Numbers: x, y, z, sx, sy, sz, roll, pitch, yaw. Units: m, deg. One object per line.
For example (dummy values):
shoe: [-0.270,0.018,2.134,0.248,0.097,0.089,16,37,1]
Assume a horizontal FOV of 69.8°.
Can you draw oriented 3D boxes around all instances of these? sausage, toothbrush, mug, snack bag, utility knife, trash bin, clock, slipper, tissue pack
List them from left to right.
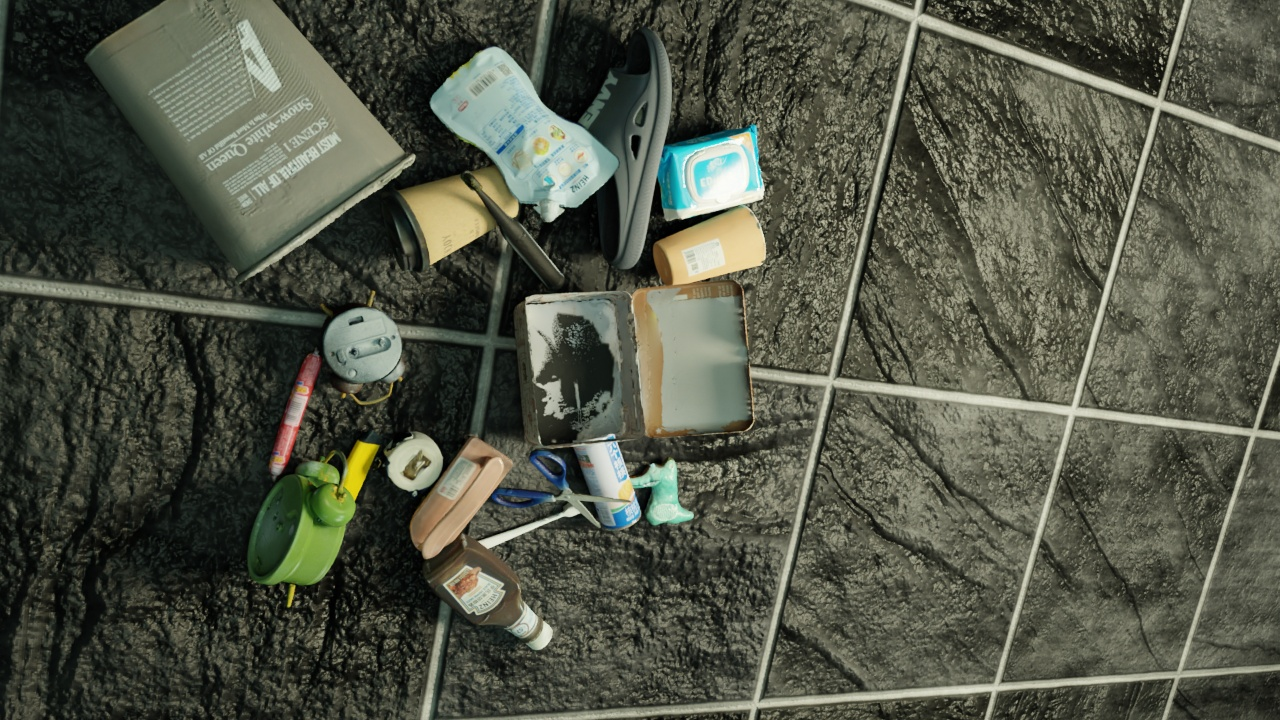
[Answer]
trash bin: [-0.355,-0.214,0.842,0.198,0.199,0.220,-39,110,-11]
sausage: [-0.375,0.058,0.993,0.020,0.020,0.156,18,95,-28]
clock: [-0.357,0.169,0.978,0.056,0.116,0.161,26,95,-39]
utility knife: [-0.332,0.146,1.034,0.033,0.015,0.154,23,93,-59]
clock: [-0.300,-0.009,0.990,0.082,0.055,0.122,-18,111,-21]
toothbrush: [-0.136,-0.138,0.991,0.026,0.027,0.212,-45,147,-5]
toothbrush: [-0.155,0.211,1.138,0.180,0.016,0.016,-20,113,-17]
snack bag: [-0.123,-0.240,0.979,0.191,0.039,0.110,45,70,-1]
slipper: [-0.028,-0.237,1.030,0.083,0.111,0.268,2,105,-22]
mug: [0.082,-0.135,1.126,0.122,0.078,0.078,-21,111,-14]
tissue pack: [0.083,-0.226,1.106,0.139,0.063,0.090,-17,110,-20]

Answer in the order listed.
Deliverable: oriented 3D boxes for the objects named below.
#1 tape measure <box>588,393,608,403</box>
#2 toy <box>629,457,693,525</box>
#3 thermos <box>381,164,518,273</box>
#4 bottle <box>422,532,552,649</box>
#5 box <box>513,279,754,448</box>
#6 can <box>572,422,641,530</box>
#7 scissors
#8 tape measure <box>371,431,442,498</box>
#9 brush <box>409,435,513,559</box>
tape measure: [-0.055,0.028,1.127,0.060,0.029,0.057,-27,113,-18]
toy: [0.023,0.173,1.203,0.096,0.030,0.092,-4,100,-16]
thermos: [-0.207,-0.155,0.981,0.143,0.093,0.093,-27,113,-24]
bottle: [-0.179,0.292,1.124,0.080,0.044,0.195,-39,121,1]
box: [-0.008,0.006,1.063,0.272,0.106,0.178,-5,89,-5]
can: [-0.043,0.143,1.149,0.053,0.053,0.135,-25,112,-17]
scissors: [-0.099,0.159,1.101,0.162,0.012,0.176,-10,137,14]
tape measure: [-0.262,0.116,1.052,0.065,0.033,0.066,42,84,-29]
brush: [-0.214,0.161,1.064,0.063,0.073,0.145,39,87,-28]
